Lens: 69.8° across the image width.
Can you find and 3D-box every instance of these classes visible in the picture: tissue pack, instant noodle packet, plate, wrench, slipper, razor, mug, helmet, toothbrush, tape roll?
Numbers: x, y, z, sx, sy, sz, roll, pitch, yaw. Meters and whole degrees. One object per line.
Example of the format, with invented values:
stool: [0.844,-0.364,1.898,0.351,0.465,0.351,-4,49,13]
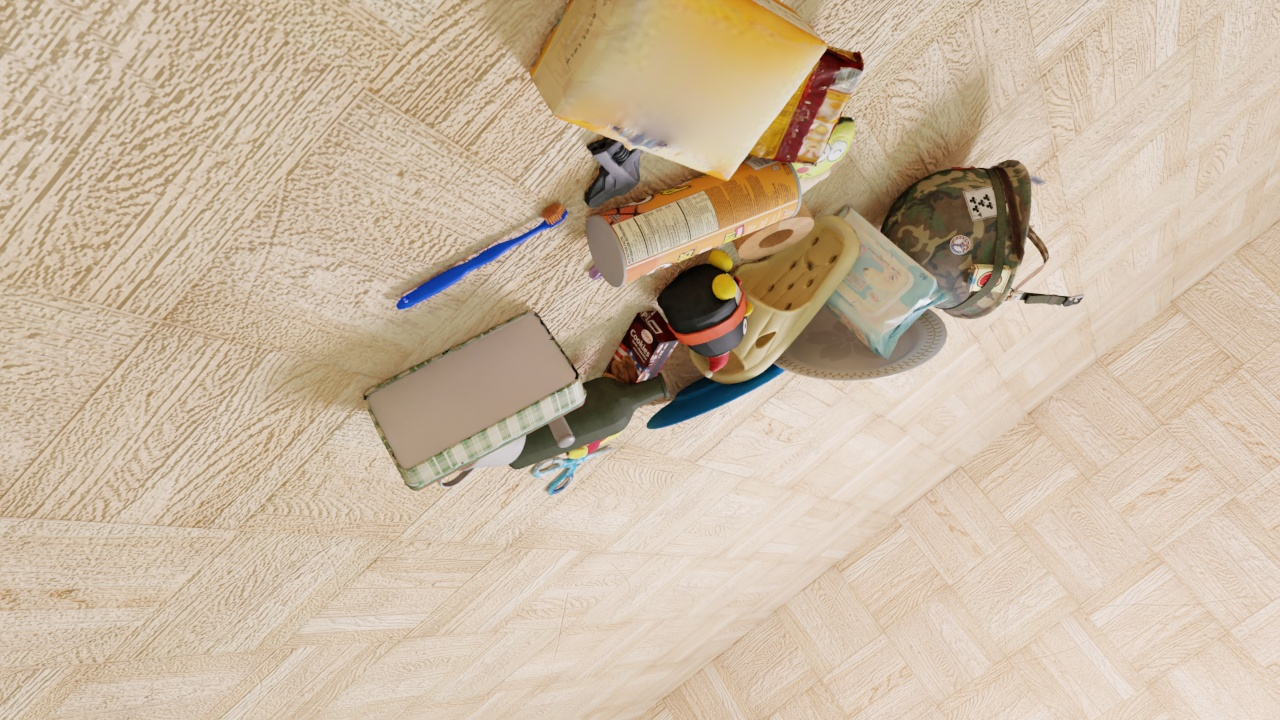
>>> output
tissue pack: [0.282,-0.099,1.150,0.112,0.182,0.070,-42,153,-1]
instant noodle packet: [0.149,-0.249,0.885,0.098,0.039,0.136,7,139,-11]
plate: [0.276,-0.030,1.209,0.242,0.242,0.016,-22,121,-23]
wrench: [0.025,-0.240,0.809,0.073,0.022,0.274,2,136,-47]
slipper: [0.156,-0.076,1.124,0.262,0.111,0.079,-45,152,14]
razor: [-0.104,0.047,1.021,0.047,0.116,0.088,-17,148,-22]
plate: [0.105,0.033,1.244,0.224,0.024,0.224,-26,-176,2]
mug: [-0.186,0.092,1.031,0.070,0.084,0.113,4,116,-54]
helmet: [0.442,-0.159,1.202,0.236,0.192,0.225,19,136,-19]
toothbrush: [-0.147,-0.097,0.853,0.182,0.016,0.018,-31,147,-8]
tape roll: [0.151,-0.152,1.055,0.094,0.027,0.094,-19,164,-6]

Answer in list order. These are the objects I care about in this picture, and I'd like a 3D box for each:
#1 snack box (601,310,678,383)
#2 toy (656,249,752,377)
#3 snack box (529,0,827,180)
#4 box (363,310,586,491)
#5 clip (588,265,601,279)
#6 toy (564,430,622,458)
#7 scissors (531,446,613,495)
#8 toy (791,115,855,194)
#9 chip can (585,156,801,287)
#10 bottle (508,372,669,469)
snack box: [-0.007,0.007,1.137,0.031,0.051,0.141,-10,144,-39]
toy: [0.081,-0.052,1.073,0.100,0.097,0.119,-22,123,15]
snack box: [0.035,-0.234,0.731,0.195,0.080,0.145,10,130,-40]
box: [-0.169,0.038,0.940,0.205,0.117,0.050,-29,148,-15]
clip: [-0.030,-0.105,0.977,0.046,0.014,0.050,-2,136,-50]
toy: [-0.070,0.091,1.203,0.106,0.067,0.137,-43,164,21]
scissors: [-0.099,0.154,1.316,0.133,0.012,0.135,-20,149,-30]
toy: [0.181,-0.218,0.997,0.092,0.046,0.115,-17,156,-27]
chip can: [0.056,-0.147,0.936,0.214,0.075,0.075,-24,151,-21]
bottle: [-0.067,0.064,1.092,0.207,0.071,0.071,-20,152,0]
